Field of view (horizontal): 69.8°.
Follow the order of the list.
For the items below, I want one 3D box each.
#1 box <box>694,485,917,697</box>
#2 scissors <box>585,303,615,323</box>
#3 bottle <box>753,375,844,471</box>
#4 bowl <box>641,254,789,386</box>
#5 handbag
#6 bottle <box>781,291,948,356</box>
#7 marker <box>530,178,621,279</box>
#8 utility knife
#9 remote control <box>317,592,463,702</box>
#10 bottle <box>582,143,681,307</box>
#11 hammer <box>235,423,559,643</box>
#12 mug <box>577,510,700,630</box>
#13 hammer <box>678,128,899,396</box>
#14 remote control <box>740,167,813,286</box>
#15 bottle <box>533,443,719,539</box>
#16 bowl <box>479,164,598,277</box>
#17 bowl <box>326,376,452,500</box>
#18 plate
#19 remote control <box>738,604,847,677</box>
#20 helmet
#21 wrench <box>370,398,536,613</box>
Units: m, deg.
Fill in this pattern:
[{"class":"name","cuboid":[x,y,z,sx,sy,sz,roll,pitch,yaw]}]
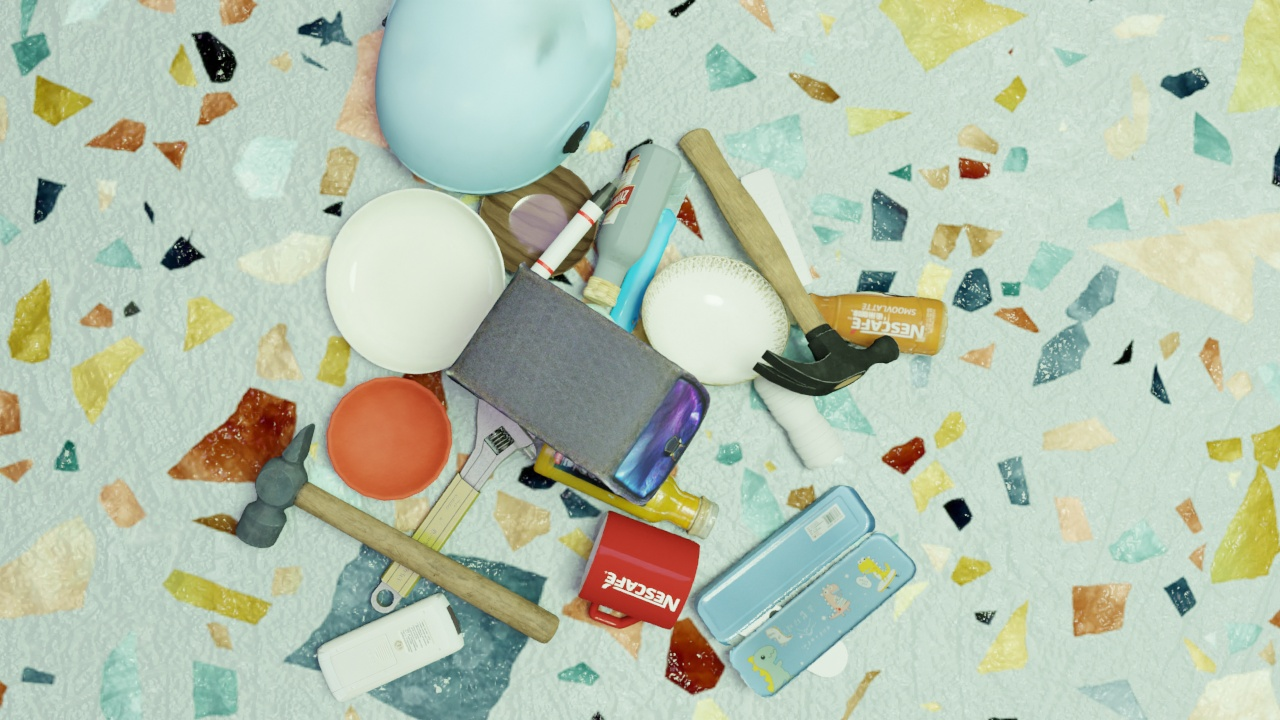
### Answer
[{"class":"box","cuboid":[0.165,0.229,0.922,0.209,0.039,0.126,-36,77,-10]},{"class":"scissors","cuboid":[-0.006,0.006,0.943,0.174,0.033,0.065,35,103,-1]},{"class":"bottle","cuboid":[0.155,0.047,0.936,0.044,0.044,0.136,-33,89,-4]},{"class":"bowl","cuboid":[0.069,-0.030,0.915,0.145,0.063,0.145,4,66,-9]},{"class":"handbag","cuboid":[-0.051,0.026,0.837,0.205,0.222,0.125,33,85,10]},{"class":"bottle","cuboid":[0.224,-0.043,0.939,0.167,0.059,0.059,8,86,6]},{"class":"marker","cuboid":[-0.067,-0.126,0.911,0.019,0.019,0.145,39,86,0]},{"class":"utility knife","cuboid":[0.011,-0.108,0.950,0.031,0.015,0.198,25,90,-6]},{"class":"remote control","cuboid":[-0.248,0.285,0.911,0.138,0.025,0.060,-23,88,-6]},{"class":"bottle","cuboid":[-0.013,-0.133,0.922,0.046,0.072,0.161,23,86,-19]},{"class":"hammer","cuboid":[-0.222,0.184,0.884,0.322,0.040,0.129,29,101,-1]},{"class":"mug","cuboid":[-0.006,0.218,0.905,0.096,0.080,0.117,21,115,-2]},{"class":"hammer","cuboid":[0.121,-0.105,0.906,0.132,0.040,0.305,-21,71,-23]},{"class":"remote control","cuboid":[0.142,-0.136,0.960,0.033,0.012,0.131,-21,88,-2]},{"class":"bottle","cuboid":[-0.013,0.124,0.918,0.186,0.053,0.053,25,86,-1]},{"class":"bowl","cuboid":[-0.103,-0.141,0.938,0.119,0.032,0.119,0,87,-3]},{"class":"bowl","cuboid":[-0.247,0.078,0.917,0.122,0.035,0.122,0,87,-3]},{"class":"plate","cuboid":[-0.221,-0.078,0.917,0.182,0.034,0.182,0,92,6]},{"class":"remote control","cuboid":[0.149,0.280,0.939,0.136,0.013,0.043,28,86,-1]},{"class":"helmet","cuboid":[-0.140,-0.295,0.873,0.225,0.167,0.265,33,80,-1]},{"class":"wrench","cuboid":[-0.187,0.136,0.926,0.083,0.018,0.273,36,86,-1]}]
